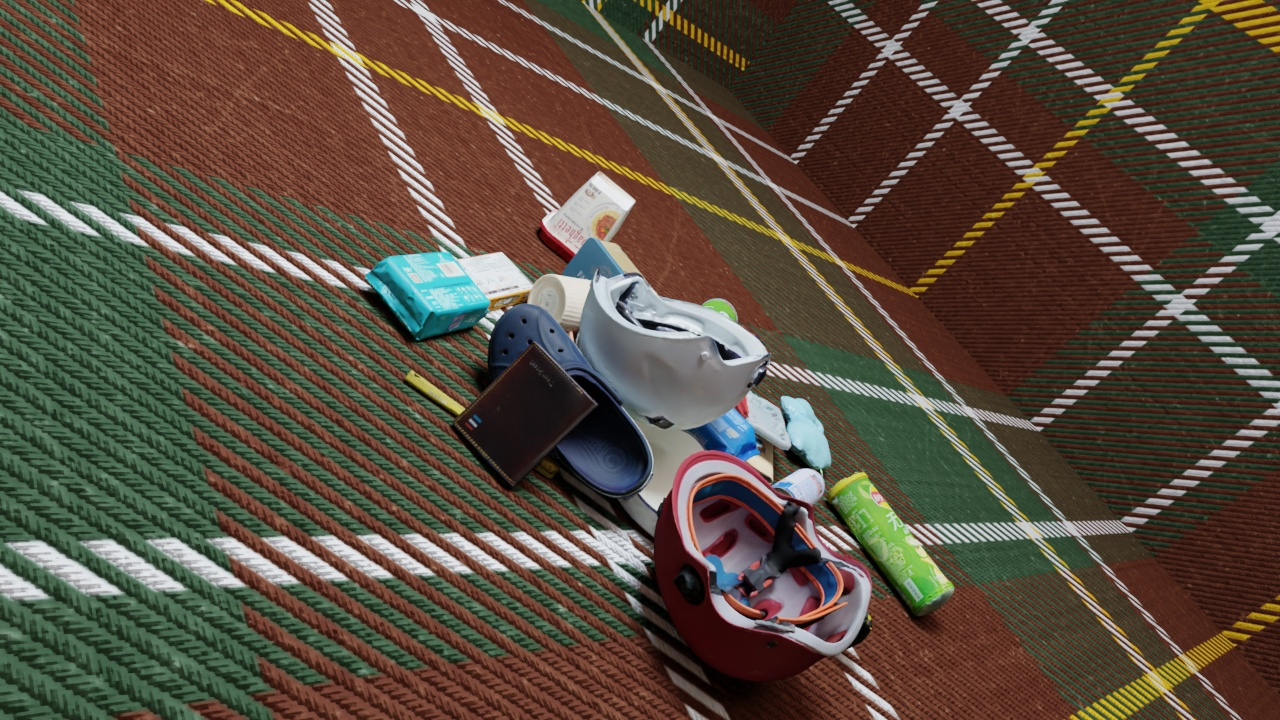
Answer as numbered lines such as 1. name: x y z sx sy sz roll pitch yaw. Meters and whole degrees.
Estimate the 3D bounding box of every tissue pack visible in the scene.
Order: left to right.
1. tissue pack: -0.243 -0.076 1.058 0.093 0.050 0.133 49 25 12
2. tissue pack: 0.091 0.087 1.269 0.157 0.052 0.094 45 32 15

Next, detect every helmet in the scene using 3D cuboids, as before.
1. helmet: 0.031 0.002 1.112 0.229 0.146 0.258 33 14 25
2. helmet: 0.100 0.224 0.946 0.240 0.144 0.206 48 35 17

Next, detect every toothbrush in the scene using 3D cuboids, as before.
1. toothbrush: -0.166 0.067 0.973 0.190 0.017 0.015 36 24 -12

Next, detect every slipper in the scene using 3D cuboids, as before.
1. slipper: -0.084 0.046 0.996 0.253 0.105 0.095 51 -8 11

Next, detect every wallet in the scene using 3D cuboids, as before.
1. wallet: -0.119 0.055 0.944 0.096 0.122 0.020 45 -2 10
2. wallet: 0.160 0.126 1.350 0.087 0.024 0.115 34 27 -9

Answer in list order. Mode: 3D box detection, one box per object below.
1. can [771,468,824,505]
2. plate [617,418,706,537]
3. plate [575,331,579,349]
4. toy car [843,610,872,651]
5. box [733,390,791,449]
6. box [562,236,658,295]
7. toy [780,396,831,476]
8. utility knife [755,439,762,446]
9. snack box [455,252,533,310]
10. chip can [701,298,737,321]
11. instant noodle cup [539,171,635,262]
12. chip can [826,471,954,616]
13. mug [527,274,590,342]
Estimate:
1. can: 0.215 0.189 1.287 0.053 0.053 0.134 49 25 16
2. plate: 0.038 0.150 1.102 0.205 0.046 0.204 33 26 -19
3. plate: -0.007 0.007 1.216 0.179 0.024 0.179 9 68 -22
4. toy car: 0.207 0.284 1.094 0.156 0.071 0.041 40 26 -1
5. box: 0.163 0.059 1.400 0.161 0.059 0.201 49 12 -7
6. box: -0.039 -0.102 1.360 0.184 0.090 0.062 50 27 24
7. toy: 0.269 0.121 1.486 0.161 0.050 0.156 15 40 -54
8. utility knife: 0.104 0.079 1.332 0.167 0.018 0.030 39 37 9
9. snack box: -0.201 -0.102 1.194 0.075 0.026 0.153 45 24 9
10. chip can: 0.094 -0.042 1.475 0.072 0.072 0.235 43 25 4
11. instant noodle cup: -0.080 -0.224 1.457 0.116 0.124 0.116 38 25 -6
12. chip can: 0.368 0.270 1.354 0.072 0.073 0.221 8 41 -51
13. mug: -0.086 -0.056 1.235 0.105 0.082 0.114 8 66 -48
